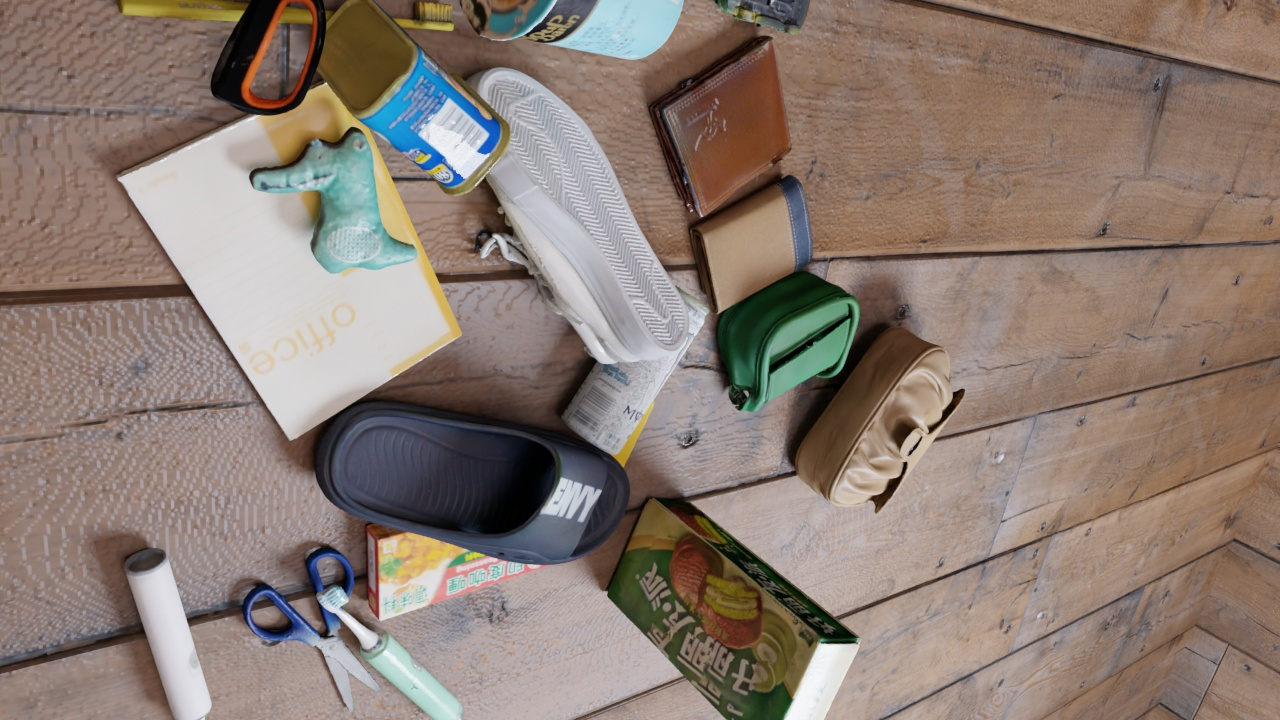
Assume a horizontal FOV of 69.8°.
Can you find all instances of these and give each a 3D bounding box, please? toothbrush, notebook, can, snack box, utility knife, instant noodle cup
[{"bbox_3d":[-0.197,-0.204,0.534,0.189,0.016,0.017,-11,114,-35],"label":"toothbrush"},{"bbox_3d":[-0.214,-0.061,0.599,0.145,0.010,0.206,-34,130,-22],"label":"notebook"},{"bbox_3d":[-0.202,0.245,0.749,0.027,0.026,0.225,-33,134,-9],"label":"toothbrush"},{"bbox_3d":[-0.136,-0.156,0.539,0.057,0.102,0.083,-46,143,6],"label":"can"},{"bbox_3d":[-0.146,0.153,0.756,0.155,0.027,0.077,-11,118,-35],"label":"snack box"},{"bbox_3d":[-0.005,0.005,0.771,0.058,0.058,0.146,34,89,-44],"label":"can"},{"bbox_3d":[-0.029,0.100,0.832,0.033,0.015,0.154,21,97,-50],"label":"utility knife"},{"bbox_3d":[-0.324,0.228,0.650,0.026,0.026,0.221,3,118,5],"label":"toothbrush"},{"bbox_3d":[0.075,0.230,0.829,0.063,0.240,0.114,13,104,-42],"label":"snack box"},{"bbox_3d":[-0.038,-0.246,0.589,0.120,0.111,0.111,-1,113,-49],"label":"instant noodle cup"}]

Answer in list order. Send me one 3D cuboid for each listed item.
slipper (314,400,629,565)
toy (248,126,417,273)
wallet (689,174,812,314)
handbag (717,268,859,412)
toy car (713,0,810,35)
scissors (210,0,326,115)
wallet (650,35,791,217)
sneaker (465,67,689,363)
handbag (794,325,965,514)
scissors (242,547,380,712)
[{"bbox_3d":[-0.107,0.101,0.698,0.267,0.083,0.110,19,84,-36],"label":"slipper"},{"bbox_3d":[-0.190,-0.098,0.573,0.096,0.030,0.092,-12,114,-27],"label":"toy"},{"bbox_3d":[0.101,-0.103,0.820,0.115,0.033,0.090,-31,126,-22],"label":"wallet"},{"bbox_3d":[0.139,-0.018,0.877,0.131,0.068,0.120,-24,133,-30],"label":"handbag"},{"bbox_3d":[0.096,-0.283,0.716,0.091,0.036,0.043,0,111,-38],"label":"toy car"},{"bbox_3d":[-0.186,-0.236,0.465,0.220,0.021,0.235,15,113,-19],"label":"scissors"},{"bbox_3d":[0.071,-0.192,0.750,0.124,0.032,0.101,-38,129,-19],"label":"wallet"},{"bbox_3d":[-0.062,-0.095,0.668,0.242,0.091,0.089,56,43,-23],"label":"sneaker"},{"bbox_3d":[0.268,0.073,1.000,0.147,0.100,0.204,30,96,-48],"label":"handbag"},{"bbox_3d":[-0.239,0.212,0.723,0.140,0.012,0.171,-55,136,-2],"label":"scissors"}]
